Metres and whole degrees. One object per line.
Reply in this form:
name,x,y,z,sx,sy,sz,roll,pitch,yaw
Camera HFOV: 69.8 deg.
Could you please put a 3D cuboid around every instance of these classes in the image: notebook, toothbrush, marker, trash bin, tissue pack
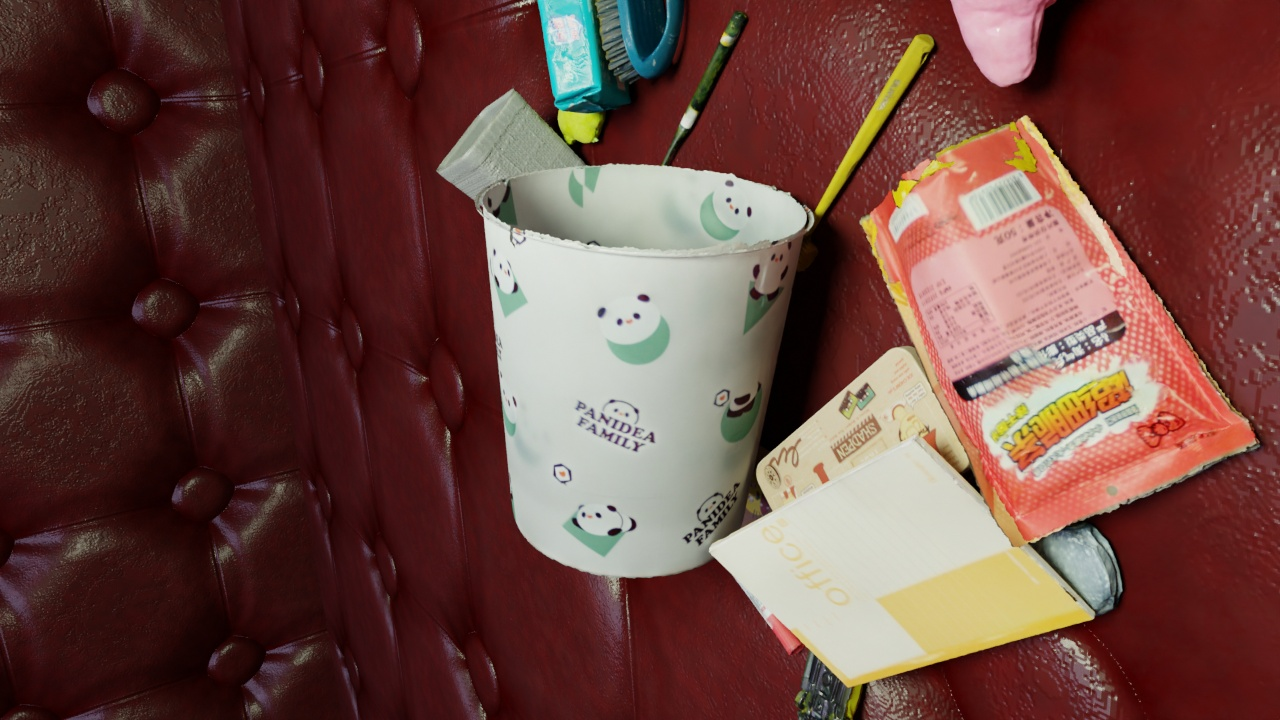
notebook,0.150,0.136,0.579,0.146,0.010,0.207,45,138,-3
toothbrush,0.045,-0.202,0.748,0.017,0.012,0.186,56,143,21
marker,0.095,0.196,0.810,0.145,0.017,0.017,52,141,35
trash bin,-0.004,0.004,0.676,0.230,0.229,0.252,34,128,49
tissue pack,-0.050,-0.282,0.791,0.050,0.093,0.133,-6,97,17
toothbrush,0.143,-0.130,0.613,0.016,0.015,0.191,54,142,25

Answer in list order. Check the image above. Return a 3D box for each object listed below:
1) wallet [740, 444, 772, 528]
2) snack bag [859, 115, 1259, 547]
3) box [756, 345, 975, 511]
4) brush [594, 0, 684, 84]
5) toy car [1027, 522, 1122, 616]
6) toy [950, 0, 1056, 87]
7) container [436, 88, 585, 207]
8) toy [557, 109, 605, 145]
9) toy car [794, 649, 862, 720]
wallet,0.091,0.109,0.773,0.115,0.033,0.090,33,127,45
snack bag,0.209,-0.018,0.493,0.129,0.073,0.207,-33,72,28
box,0.164,0.065,0.607,0.169,0.078,0.091,-51,57,46
brush,0.001,-0.303,0.744,0.074,0.055,0.144,-6,96,39
toy car,0.227,0.128,0.555,0.121,0.036,0.054,-20,83,56
toy,0.185,-0.242,0.449,0.194,0.074,0.179,51,138,30
container,-0.121,-0.189,0.908,0.114,0.090,0.090,40,160,-24
toy,-0.058,-0.257,0.875,0.097,0.031,0.100,-36,70,55
toy car,0.155,0.251,0.722,0.048,0.032,0.105,27,112,52
